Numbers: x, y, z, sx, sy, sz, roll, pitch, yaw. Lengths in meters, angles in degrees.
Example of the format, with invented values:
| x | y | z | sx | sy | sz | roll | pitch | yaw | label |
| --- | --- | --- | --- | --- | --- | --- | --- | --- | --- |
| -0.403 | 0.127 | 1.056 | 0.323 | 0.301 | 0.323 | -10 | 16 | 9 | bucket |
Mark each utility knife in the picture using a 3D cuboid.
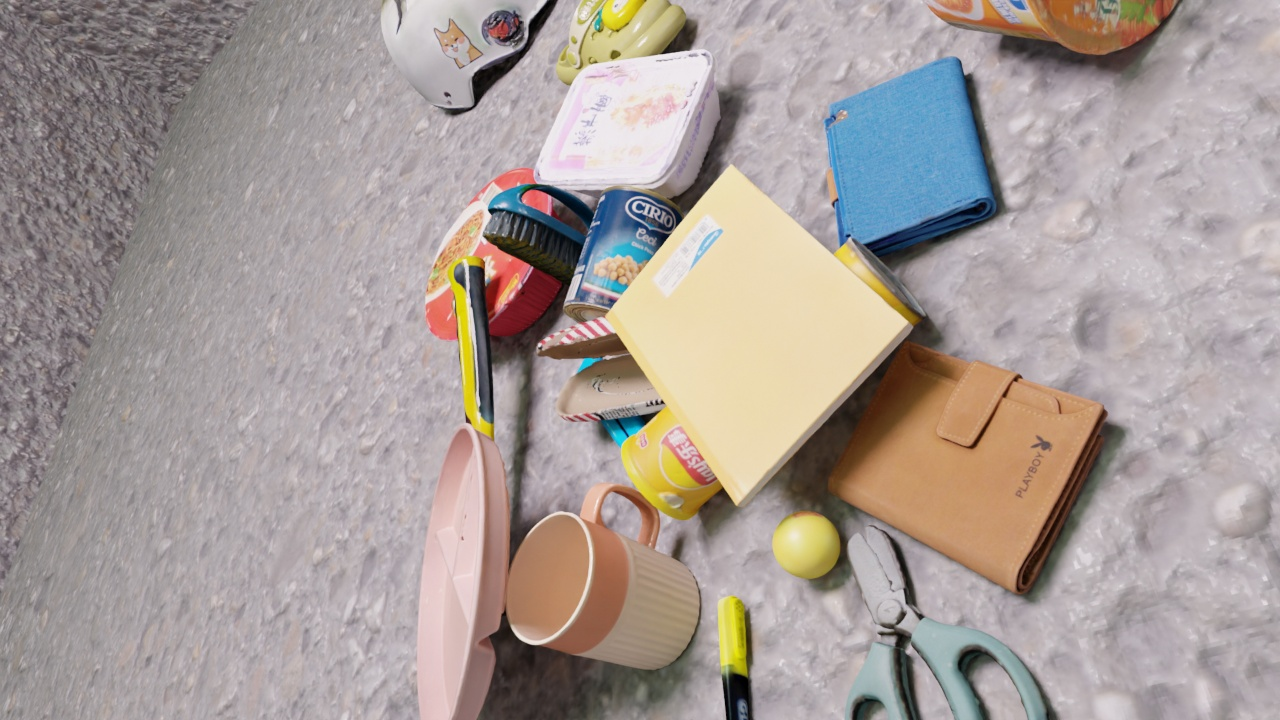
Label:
| x | y | z | sx | sy | sz | roll | pitch | yaw | label |
| --- | --- | --- | --- | --- | --- | --- | --- | --- | --- |
| -0.016 | 0.046 | 0.742 | 0.034 | 0.018 | 0.159 | -51 | 40 | 11 | utility knife |

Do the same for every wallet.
| x | y | z | sx | sy | sz | roll | pitch | yaw | label |
| --- | --- | --- | --- | --- | --- | --- | --- | --- | --- |
| 0.178 | 0.053 | 0.513 | 0.132 | 0.031 | 0.108 | 27 | 90 | 51 | wallet |
| 0.178 | -0.135 | 0.625 | 0.107 | 0.040 | 0.132 | -20 | 53 | 29 | wallet |

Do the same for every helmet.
| x | y | z | sx | sy | sz | roll | pitch | yaw | label |
| --- | --- | --- | --- | --- | --- | --- | --- | --- | --- |
| -0.243 | -0.482 | 1.216 | 0.275 | 0.156 | 0.229 | -41 | 42 | 23 | helmet |

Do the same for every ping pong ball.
| x | y | z | sx | sy | sz | roll | pitch | yaw | label |
| --- | --- | --- | --- | --- | --- | --- | --- | --- | --- |
| 0.100 | 0.111 | 0.553 | 0.040 | 0.040 | 0.040 | -27 | 49 | 35 | ping pong ball |

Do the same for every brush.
| x | y | z | sx | sy | sz | roll | pitch | yaw | label |
| --- | --- | --- | --- | --- | --- | --- | --- | --- | --- |
| -0.074 | -0.112 | 0.803 | 0.055 | 0.143 | 0.073 | 7 | 78 | 43 | brush |

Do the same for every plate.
| x | y | z | sx | sy | sz | roll | pitch | yaw | label |
| --- | --- | --- | --- | --- | --- | --- | --- | --- | --- |
| -0.132 | 0.161 | 0.673 | 0.230 | 0.028 | 0.229 | -172 | 90 | -70 | plate |

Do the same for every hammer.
| x | y | z | sx | sy | sz | roll | pitch | yaw | label |
| --- | --- | --- | --- | --- | --- | --- | --- | --- | --- |
| -0.137 | 0.058 | 0.801 | 0.126 | 0.031 | 0.322 | -22 | 66 | 35 | hammer |

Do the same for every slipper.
| x | y | z | sx | sy | sz | roll | pitch | yaw | label |
| --- | --- | --- | --- | --- | --- | --- | --- | --- | --- |
| -0.038 | -0.338 | 0.949 | 0.191 | 0.081 | 0.091 | 8 | 59 | 54 | slipper |

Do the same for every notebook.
| x | y | z | sx | sy | sz | roll | pitch | yaw | label |
| --- | --- | --- | --- | --- | --- | --- | --- | --- | --- |
| 0.062 | -0.026 | 0.589 | 0.146 | 0.010 | 0.206 | -50 | 43 | 14 | notebook |

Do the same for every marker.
| x | y | z | sx | sy | sz | roll | pitch | yaw | label |
| --- | --- | --- | --- | --- | --- | --- | --- | --- | --- |
| 0.059 | 0.205 | 0.558 | 0.015 | 0.018 | 0.124 | -32 | 47 | 39 | marker |

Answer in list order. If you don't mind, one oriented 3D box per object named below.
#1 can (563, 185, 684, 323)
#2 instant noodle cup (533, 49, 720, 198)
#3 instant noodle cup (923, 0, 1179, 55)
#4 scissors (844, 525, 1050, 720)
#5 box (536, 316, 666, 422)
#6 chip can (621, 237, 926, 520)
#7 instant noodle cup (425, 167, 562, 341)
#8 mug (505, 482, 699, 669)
| x | y | z | sx | sy | sz | roll | pitch | yaw | label |
| --- | --- | --- | --- | --- | --- | --- | --- | --- | --- |
| -0.014 | -0.080 | 0.773 | 0.075 | 0.075 | 0.111 | 1 | 68 | 48 | can |
| -0.004 | -0.204 | 0.839 | 0.174 | 0.060 | 0.138 | 9 | 72 | 43 | instant noodle cup |
| 0.244 | -0.264 | 0.554 | 0.151 | 0.151 | 0.111 | -58 | 30 | 3 | instant noodle cup |
| 0.160 | 0.153 | 0.478 | 0.130 | 0.019 | 0.185 | -21 | 54 | 39 | scissors |
| -0.002 | 0.009 | 0.709 | 0.163 | 0.076 | 0.087 | -13 | 79 | 30 | box |
| 0.083 | 0.015 | 0.609 | 0.214 | 0.072 | 0.072 | -44 | 41 | 19 | chip can |
| -0.136 | -0.097 | 0.927 | 0.194 | 0.065 | 0.193 | -26 | 51 | 36 | instant noodle cup |
| -0.020 | 0.142 | 0.614 | 0.082 | 0.106 | 0.114 | -5 | 63 | 46 | mug |
